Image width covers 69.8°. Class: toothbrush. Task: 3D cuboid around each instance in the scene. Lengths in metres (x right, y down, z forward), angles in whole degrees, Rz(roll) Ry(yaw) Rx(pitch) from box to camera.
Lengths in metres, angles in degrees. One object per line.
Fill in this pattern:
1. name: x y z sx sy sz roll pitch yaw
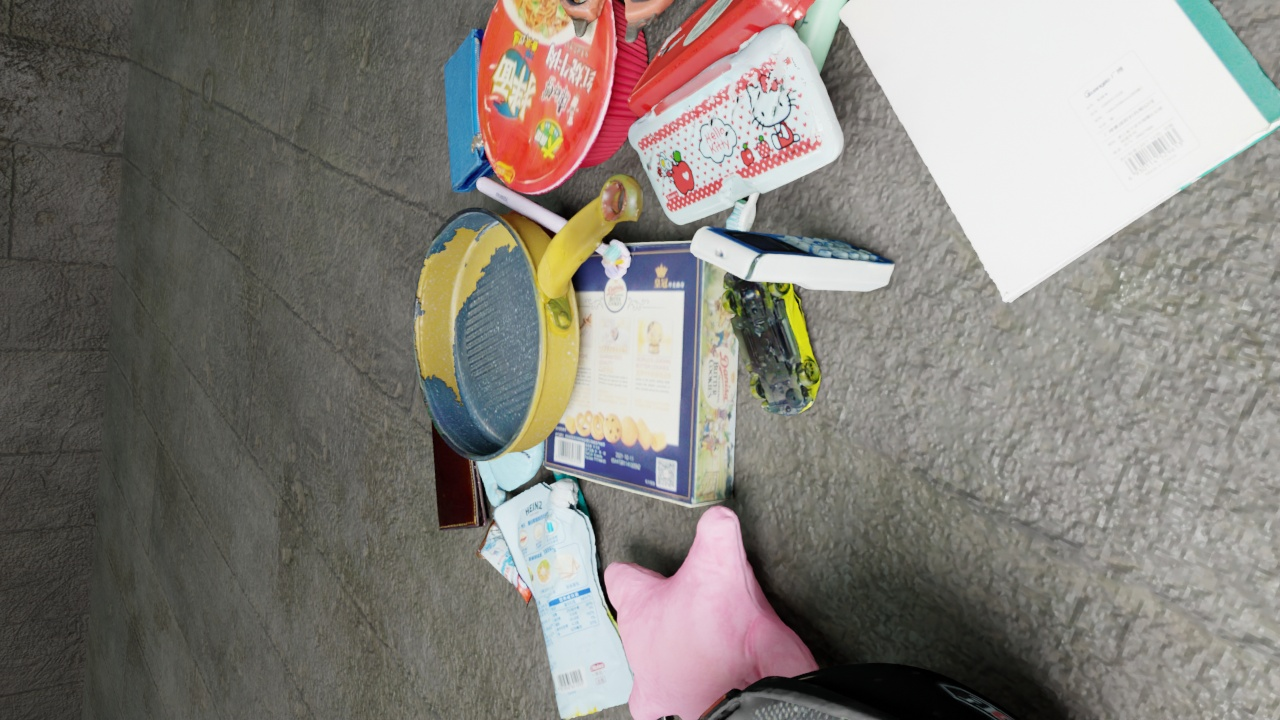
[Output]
1. toothbrush: -0.074 -0.109 0.712 0.189 0.021 0.029 33 119 39
2. toothbrush: 0.101 -0.183 0.582 0.027 0.026 0.225 36 117 37

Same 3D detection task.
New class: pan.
1. pan: -0.085 -0.043 0.655 0.359 0.078 0.197 -26 73 48

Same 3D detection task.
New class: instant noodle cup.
1. instant noodle cup: -0.058 -0.229 0.741 0.194 0.065 0.194 1 91 51

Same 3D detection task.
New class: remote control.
1. remote control: 0.089 -0.056 0.518 0.049 0.124 0.024 33 115 45

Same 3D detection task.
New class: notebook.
1. notebook: 0.200 -0.157 0.473 0.151 0.012 0.209 -40 61 41

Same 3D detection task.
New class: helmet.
1. helmet: 0.110 0.255 0.415 0.233 0.229 0.275 33 116 29

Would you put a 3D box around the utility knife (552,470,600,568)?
1. utility knife: -0.066 0.097 0.790 0.029 0.013 0.179 -48 55 43

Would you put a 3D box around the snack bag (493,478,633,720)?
1. snack bag: -0.063 0.194 0.760 0.111 0.038 0.191 -38 65 47

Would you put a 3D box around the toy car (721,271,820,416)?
1. toy car: 0.088 -0.016 0.594 0.048 0.032 0.105 -20 86 48

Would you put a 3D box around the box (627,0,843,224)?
1. box: 0.052 -0.173 0.577 0.201 0.073 0.154 171 102 -66

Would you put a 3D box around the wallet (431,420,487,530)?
1. wallet: -0.185 0.108 0.922 0.097 0.020 0.122 -19 76 53

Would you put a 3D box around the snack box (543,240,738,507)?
1. snack box: -0.004 0.004 0.692 0.178 0.045 0.182 6 95 50

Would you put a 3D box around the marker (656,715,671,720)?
1. marker: 0.018 0.274 0.691 0.018 0.015 0.123 -17 79 50

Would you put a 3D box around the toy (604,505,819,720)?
1. toy: 0.043 0.203 0.618 0.195 0.074 0.178 -42 69 46

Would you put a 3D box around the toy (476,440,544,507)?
1. toy: -0.116 0.065 0.807 0.156 0.049 0.161 34 122 58

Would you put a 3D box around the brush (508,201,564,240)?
1. brush: -0.104 -0.060 0.792 0.063 0.069 0.146 43 122 42

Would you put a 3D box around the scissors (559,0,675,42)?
1. scissors: 0.025 -0.322 0.634 0.207 0.015 0.191 -24 74 17

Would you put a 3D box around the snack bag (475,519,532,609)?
1. snack bag: -0.119 0.184 0.844 0.104 0.026 0.048 32 100 44

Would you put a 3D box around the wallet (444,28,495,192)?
1. wallet: -0.159 -0.239 0.883 0.107 0.040 0.133 -14 79 58
